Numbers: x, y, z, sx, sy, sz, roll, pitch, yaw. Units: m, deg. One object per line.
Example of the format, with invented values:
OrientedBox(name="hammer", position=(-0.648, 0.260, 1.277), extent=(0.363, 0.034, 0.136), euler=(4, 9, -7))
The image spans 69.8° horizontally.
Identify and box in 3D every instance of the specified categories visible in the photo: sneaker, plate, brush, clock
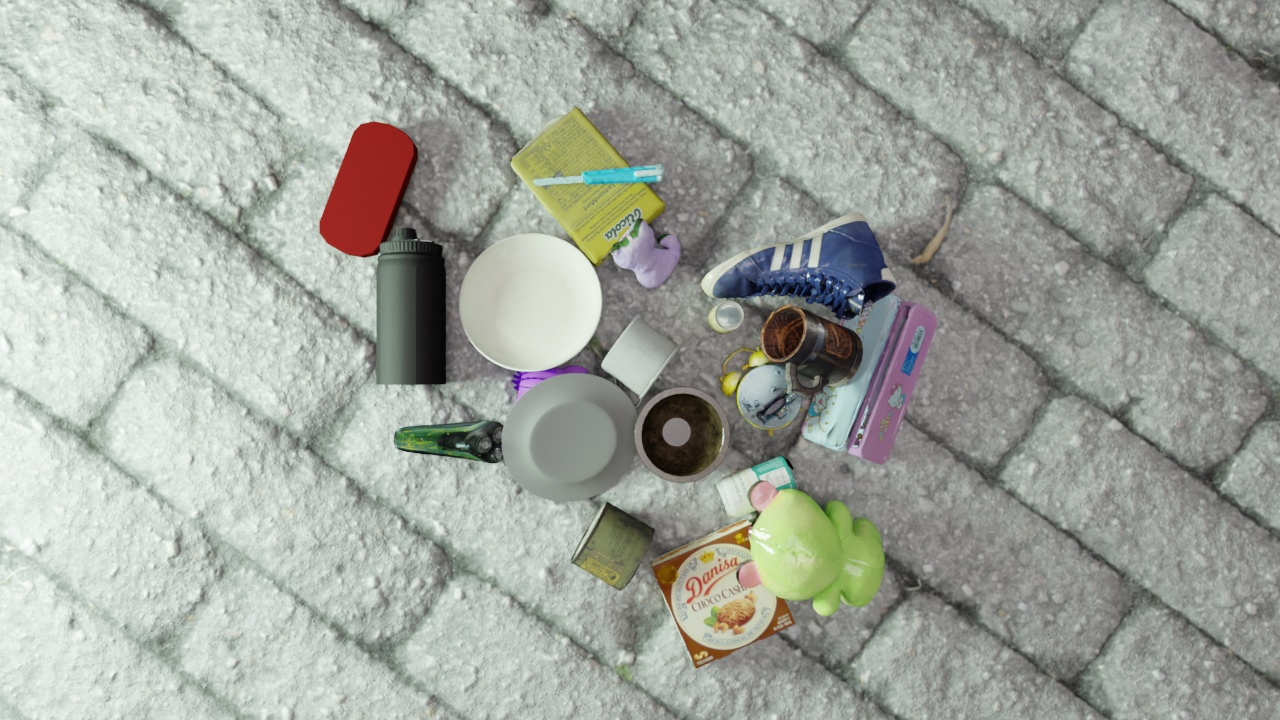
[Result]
OrientedBox(name="sneaker", position=(0.207, -0.089, 1.155), extent=(0.233, 0.091, 0.118), euler=(-22, 66, -11))
OrientedBox(name="plate", position=(-0.139, -0.072, 1.179), extent=(0.182, 0.034, 0.182), euler=(0, 78, 1))
OrientedBox(name="plate", position=(-0.086, 0.101, 1.163), extent=(0.178, 0.012, 0.178), euler=(-5, 111, -13))
OrientedBox(name="brush", position=(-0.348, -0.218, 1.183), extent=(0.082, 0.042, 0.173), euler=(20, 89, -1))
OrientedBox(name="clock", position=(0.155, 0.037, 1.184), extent=(0.083, 0.057, 0.118), euler=(-39, 90, -1))

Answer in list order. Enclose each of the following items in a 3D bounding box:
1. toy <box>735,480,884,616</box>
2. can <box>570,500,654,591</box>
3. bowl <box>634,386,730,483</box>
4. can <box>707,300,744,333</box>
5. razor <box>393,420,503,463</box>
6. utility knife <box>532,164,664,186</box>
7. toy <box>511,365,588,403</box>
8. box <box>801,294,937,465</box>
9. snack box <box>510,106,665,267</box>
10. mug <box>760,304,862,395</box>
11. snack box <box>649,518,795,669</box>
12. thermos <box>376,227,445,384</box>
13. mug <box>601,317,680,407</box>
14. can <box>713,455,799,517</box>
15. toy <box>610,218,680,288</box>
OrientedBox(name="toy", position=(0.221, 0.240, 1.142), extent=(0.196, 0.107, 0.150), euler=(14, 87, -28))
OrientedBox(name="can", position=(-0.034, 0.235, 1.160), extent=(0.074, 0.090, 0.090), euler=(31, 88, -2))
OrientedBox(name="bowl", position=(0.050, 0.094, 1.180), extent=(0.121, 0.056, 0.121), euler=(0, 90, -6))
OrientedBox(name="can", position=(0.109, -0.055, 1.172), extent=(0.038, 0.079, 0.038), euler=(0, 89, -2))
OrientedBox(name="razor", position=(-0.245, 0.102, 1.171), extent=(0.151, 0.067, 0.054), euler=(2, 88, 7))
OrientedBox(name="utility knife", position=(-0.052, -0.233, 1.157), extent=(0.167, 0.015, 0.022), euler=(-3, 85, -5))
OrientedBox(name="toy", position=(-0.118, 0.033, 1.177), extent=(0.088, 0.056, 0.105), euler=(4, 64, 12))
OrientedBox(name="box", position=(0.298, 0.021, 1.203), extent=(0.090, 0.091, 0.214), euler=(21, 88, -44))
OrientedBox(name="snack box", position=(-0.071, -0.226, 1.189), extent=(0.121, 0.045, 0.181), euler=(-41, 88, -4))
OrientedBox(name="mug", position=(0.214, -0.002, 1.143), extent=(0.107, 0.080, 0.115), euler=(20, 59, -37))
OrientedBox(name="snack box", position=(0.105, 0.300, 1.187), extent=(0.143, 0.041, 0.147), euler=(-23, 90, -2))
OrientedBox(name="thermos", position=(-0.290, -0.069, 1.160), extent=(0.086, 0.086, 0.198), euler=(0, 89, -2))
OrientedBox(name="mug", position=(-0.007, 0.007, 1.175), extent=(0.070, 0.084, 0.113), euler=(36, 120, 2))
OrientedBox(name="can", position=(0.150, 0.164, 1.183), extent=(0.101, 0.055, 0.055), euler=(-20, 90, -2))
OrientedBox(name="toy", position=(0.009, -0.140, 1.175), extent=(0.080, 0.036, 0.099), euler=(-50, 134, -4))
